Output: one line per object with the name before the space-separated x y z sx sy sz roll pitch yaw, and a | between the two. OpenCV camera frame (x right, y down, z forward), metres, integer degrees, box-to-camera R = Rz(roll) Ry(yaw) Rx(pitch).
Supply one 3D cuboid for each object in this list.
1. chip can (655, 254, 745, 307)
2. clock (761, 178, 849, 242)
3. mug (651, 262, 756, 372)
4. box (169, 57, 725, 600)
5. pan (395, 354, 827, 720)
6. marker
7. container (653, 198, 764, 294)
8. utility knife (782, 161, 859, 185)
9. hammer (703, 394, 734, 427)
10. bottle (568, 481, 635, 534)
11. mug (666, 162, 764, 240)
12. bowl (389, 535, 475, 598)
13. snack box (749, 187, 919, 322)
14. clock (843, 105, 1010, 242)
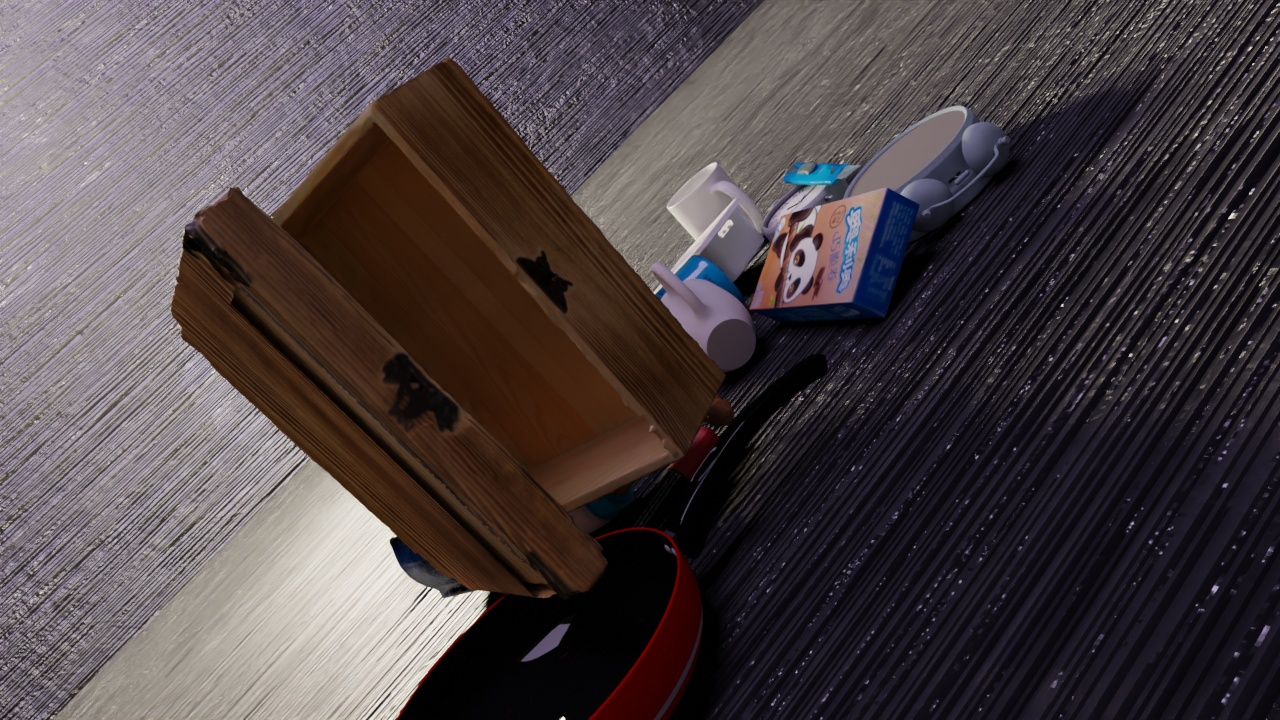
chip can | -0.005 0.005 0.853 0.229 0.080 0.080 -45 15 -7
clock | 0.163 -0.150 0.903 0.095 0.035 0.122 -38 17 19
mug | 0.049 -0.038 0.766 0.071 0.107 0.089 -41 24 -2
box | -0.149 0.015 0.596 0.258 0.279 0.214 -30 19 40
pan | -0.002 0.130 0.529 0.355 0.067 0.209 -41 13 -15
marker | 0.010 0.106 0.645 0.144 0.021 0.024 -52 -5 -26
container | 0.071 -0.098 0.932 0.080 0.049 0.129 -53 5 -31
utility knife | 0.169 -0.179 0.873 0.031 0.015 0.173 -48 17 1
hammer | -0.034 -0.012 0.759 0.162 0.083 0.318 -41 40 -18
bottle | -0.049 0.112 0.721 0.147 0.051 0.051 -32 19 35
mug | 0.093 -0.162 1.006 0.073 0.090 0.111 -48 16 -15
bowl | -0.152 0.169 0.785 0.114 0.060 0.114 -13 -13 -3
snack box | 0.144 -0.076 0.704 0.151 0.034 0.087 3 73 70
clock | 0.223 -0.143 0.717 0.122 0.045 0.159 -44 14 2
